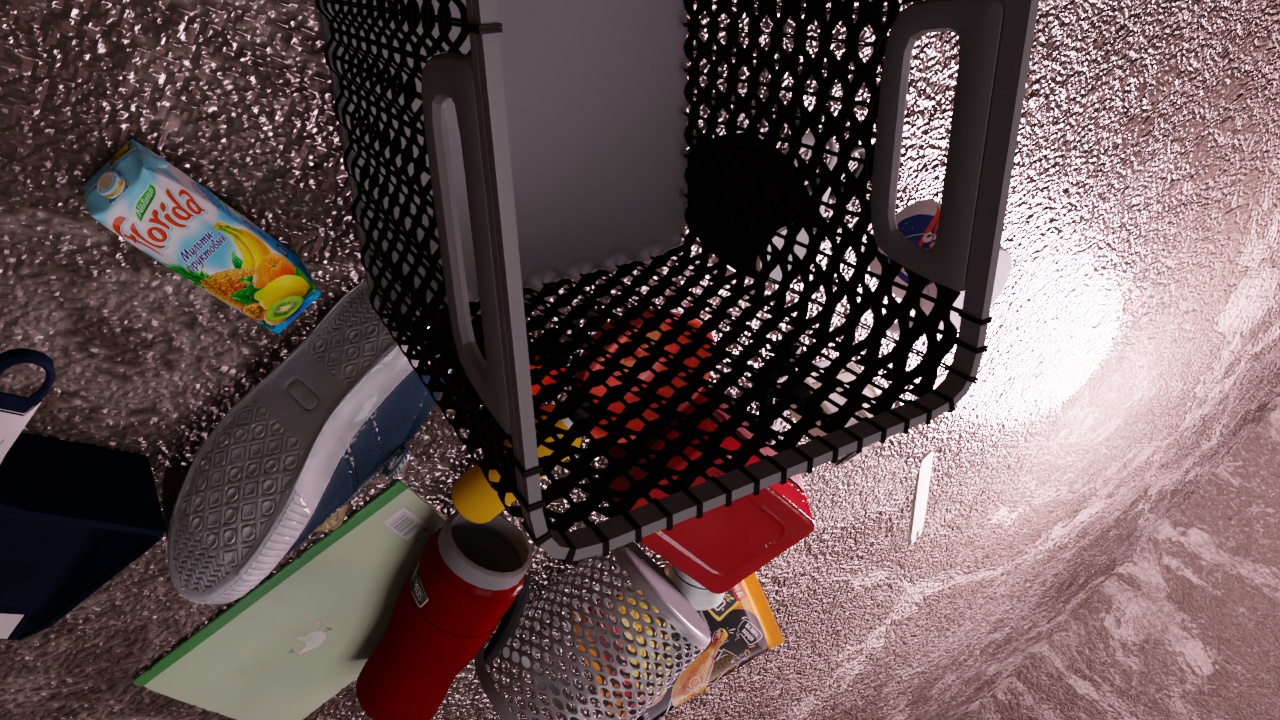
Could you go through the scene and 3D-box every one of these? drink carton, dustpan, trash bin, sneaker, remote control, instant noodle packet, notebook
[{"bbox_3d":[-0.233,-0.063,0.495,0.044,0.038,0.129,-42,142,2],"label":"drink carton"},{"bbox_3d":[-0.382,0.079,0.477,0.273,0.080,0.236,-51,141,13],"label":"dustpan"},{"bbox_3d":[-0.042,0.283,0.905,0.183,0.156,0.156,-43,142,-1],"label":"trash bin"},{"bbox_3d":[-0.196,0.052,0.581,0.235,0.089,0.087,-53,150,-13],"label":"sneaker"},{"bbox_3d":[0.131,0.048,0.917,0.047,0.022,0.151,-43,151,-38],"label":"remote control"},{"bbox_3d":[0.044,0.305,1.037,0.220,0.032,0.160,-26,100,-17],"label":"instant noodle packet"},{"bbox_3d":[-0.257,0.216,0.775,0.252,0.010,0.182,-37,142,-4],"label":"notebook"}]

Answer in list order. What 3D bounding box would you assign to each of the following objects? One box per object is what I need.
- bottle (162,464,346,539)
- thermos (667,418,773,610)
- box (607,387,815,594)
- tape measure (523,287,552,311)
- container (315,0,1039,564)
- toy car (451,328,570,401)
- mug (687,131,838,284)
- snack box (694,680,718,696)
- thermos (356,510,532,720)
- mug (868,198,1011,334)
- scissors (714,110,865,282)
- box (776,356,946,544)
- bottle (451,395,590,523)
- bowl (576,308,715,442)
[{"bbox_3d":[-0.257,0.093,0.615,0.105,0.056,0.056,-3,129,-38],"label":"bottle"},{"bbox_3d":[0.078,0.157,0.939,0.067,0.068,0.231,-12,130,-31],"label":"thermos"},{"bbox_3d":[0.062,0.119,0.821,0.129,0.087,0.157,-40,117,18],"label":"box"},{"bbox_3d":[-0.079,-0.064,0.608,0.058,0.059,0.038,15,116,-50],"label":"tape measure"},{"bbox_3d":[-0.002,-0.101,0.442,0.245,0.244,0.248,-17,121,-27],"label":"container"},{"bbox_3d":[-0.094,0.009,0.674,0.100,0.049,0.051,15,117,-47],"label":"toy car"},{"bbox_3d":[0.097,-0.114,0.657,0.119,0.100,0.085,-37,137,6],"label":"mug"},{"bbox_3d":[0.055,0.361,1.127,0.072,0.072,0.121,-34,142,-8],"label":"snack box"},{"bbox_3d":[-0.158,0.223,0.781,0.108,0.084,0.199,17,118,-29],"label":"thermos"},{"bbox_3d":[0.267,-0.077,0.856,0.121,0.090,0.091,-49,141,11],"label":"mug"},{"bbox_3d":[0.120,-0.132,0.744,0.157,0.012,0.171,-26,141,-15],"label":"scissors"},{"bbox_3d":[0.240,0.056,0.851,0.105,0.187,0.143,-44,165,28],"label":"box"},{"bbox_3d":[-0.089,0.074,0.714,0.144,0.043,0.043,-40,146,29],"label":"bottle"},{"bbox_3d":[-0.004,0.004,0.746,0.130,0.045,0.131,-23,139,-22],"label":"bowl"}]
